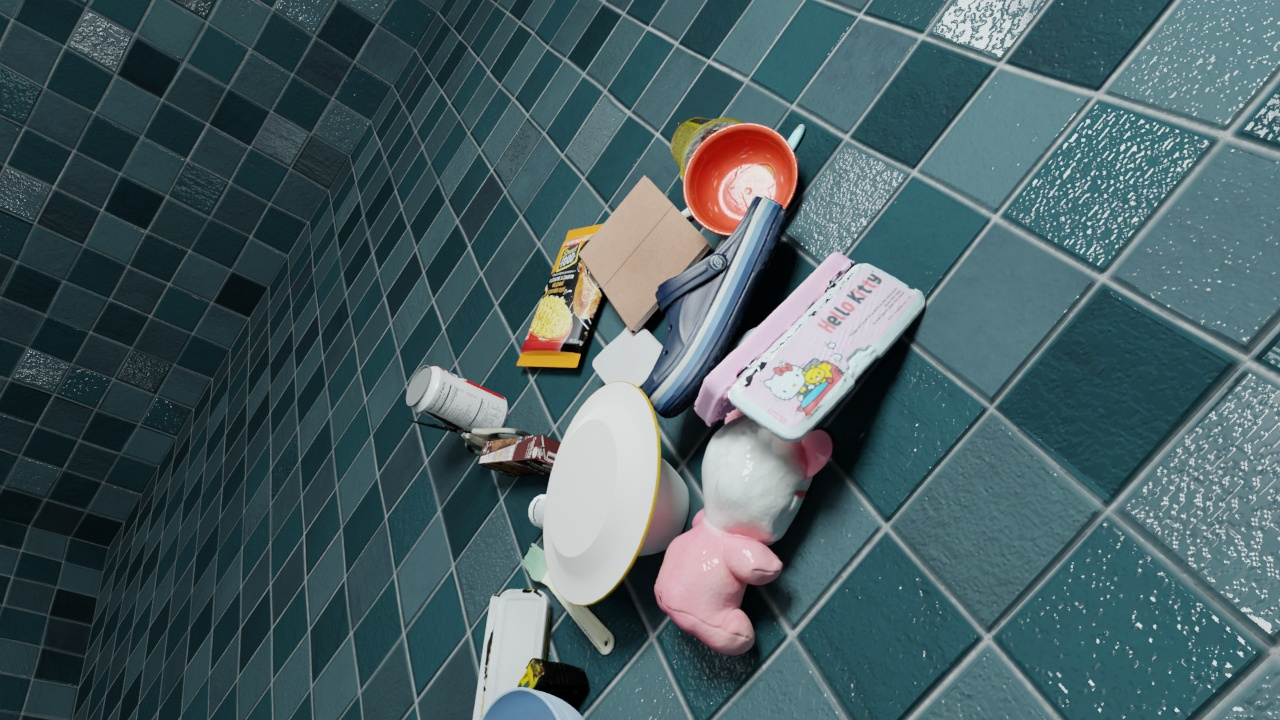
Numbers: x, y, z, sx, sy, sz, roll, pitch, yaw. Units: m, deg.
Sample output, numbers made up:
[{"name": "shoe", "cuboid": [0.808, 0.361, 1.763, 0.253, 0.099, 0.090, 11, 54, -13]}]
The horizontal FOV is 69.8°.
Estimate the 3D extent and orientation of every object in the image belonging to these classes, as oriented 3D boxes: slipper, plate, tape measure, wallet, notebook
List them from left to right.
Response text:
[{"name": "tape measure", "cuboid": [-0.093, 0.337, 0.939, 0.063, 0.067, 0.038, -58, 33, 23]}, {"name": "plate", "cuboid": [-0.051, 0.130, 0.930, 0.231, 0.021, 0.229, -37, 45, 48]}, {"name": "wallet", "cuboid": [-0.007, 0.006, 1.095, 0.086, 0.032, 0.116, -44, 33, 7]}, {"name": "notebook", "cuboid": [-0.001, -0.140, 1.167, 0.141, 0.008, 0.209, -49, 38, 12]}, {"name": "slipper", "cuboid": [0.066, -0.061, 0.951, 0.252, 0.095, 0.105, -61, -6, -5]}]

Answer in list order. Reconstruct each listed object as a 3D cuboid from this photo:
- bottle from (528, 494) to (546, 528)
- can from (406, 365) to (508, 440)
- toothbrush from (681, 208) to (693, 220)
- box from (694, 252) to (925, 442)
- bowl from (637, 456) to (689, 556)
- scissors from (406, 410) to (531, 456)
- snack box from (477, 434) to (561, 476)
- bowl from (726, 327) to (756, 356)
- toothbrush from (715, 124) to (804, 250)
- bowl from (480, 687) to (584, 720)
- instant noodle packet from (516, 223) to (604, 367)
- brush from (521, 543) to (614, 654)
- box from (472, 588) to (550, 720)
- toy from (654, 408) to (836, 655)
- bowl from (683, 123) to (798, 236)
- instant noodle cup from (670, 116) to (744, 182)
[{"name": "bottle", "cuboid": [-0.084, 0.178, 1.061, 0.116, 0.041, 0.041, -6, 62, 52]}, {"name": "can", "cuboid": [-0.258, 0.061, 1.302, 0.070, 0.132, 0.070, -33, 42, 37]}, {"name": "toothbrush", "cuboid": [0.033, -0.163, 1.175, 0.190, 0.016, 0.017, -32, 53, 38]}, {"name": "box", "cuboid": [0.151, -0.003, 0.813, 0.201, 0.103, 0.101, -43, -17, -24]}, {"name": "bowl", "cuboid": [0.000, 0.149, 0.944, 0.117, 0.065, 0.116, -34, 42, 37]}, {"name": "scissors", "cuboid": [-0.222, 0.099, 1.227, 0.169, 0.158, 0.012, 2, 62, 5]}, {"name": "snack box", "cuboid": [-0.149, 0.124, 1.180, 0.141, 0.051, 0.031, -12, 57, 50]}, {"name": "bowl", "cuboid": [0.118, 0.007, 0.909, 0.107, 0.039, 0.106, -33, 42, 37]}, {"name": "toothbrush", "cuboid": [0.138, -0.192, 1.052, 0.181, 0.016, 0.016, -58, 39, 4]}, {"name": "bowl", "cuboid": [-0.089, 0.390, 0.870, 0.151, 0.074, 0.150, -19, 63, 40]}, {"name": "instant noodle packet", "cuboid": [-0.096, -0.092, 1.283, 0.160, 0.032, 0.220, 1, 68, 54]}, {"name": "brush", "cuboid": [-0.083, 0.264, 1.024, 0.218, 0.012, 0.033, 30, 92, 56]}, {"name": "box", "cuboid": [-0.143, 0.365, 1.019, 0.084, 0.080, 0.209, -1, 61, 9]}, {"name": "toy", "cuboid": [0.084, 0.140, 0.817, 0.213, 0.084, 0.142, -63, 26, -2]}, {"name": "bowl", "cuboid": [0.115, -0.195, 1.026, 0.131, 0.045, 0.130, -4, 79, 21]}, {"name": "instant noodle cup", "cuboid": [0.082, -0.249, 1.105, 0.102, 0.102, 0.108, -54, 25, 12]}]
